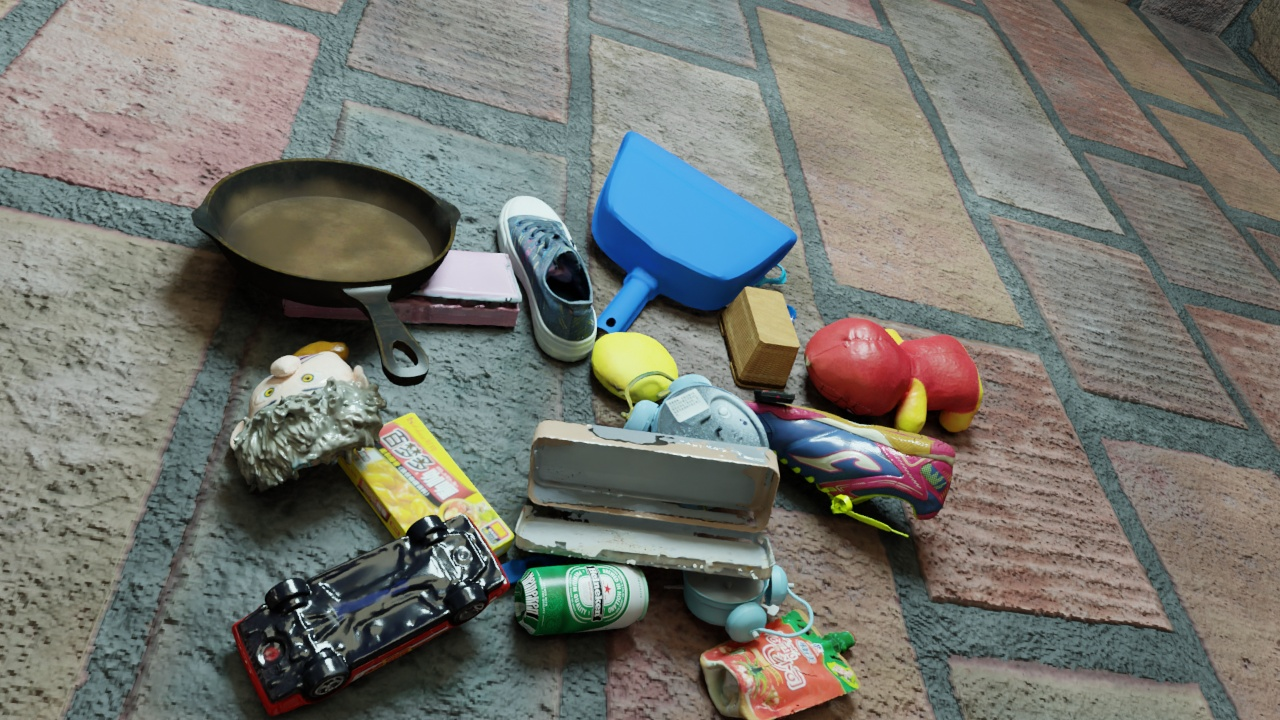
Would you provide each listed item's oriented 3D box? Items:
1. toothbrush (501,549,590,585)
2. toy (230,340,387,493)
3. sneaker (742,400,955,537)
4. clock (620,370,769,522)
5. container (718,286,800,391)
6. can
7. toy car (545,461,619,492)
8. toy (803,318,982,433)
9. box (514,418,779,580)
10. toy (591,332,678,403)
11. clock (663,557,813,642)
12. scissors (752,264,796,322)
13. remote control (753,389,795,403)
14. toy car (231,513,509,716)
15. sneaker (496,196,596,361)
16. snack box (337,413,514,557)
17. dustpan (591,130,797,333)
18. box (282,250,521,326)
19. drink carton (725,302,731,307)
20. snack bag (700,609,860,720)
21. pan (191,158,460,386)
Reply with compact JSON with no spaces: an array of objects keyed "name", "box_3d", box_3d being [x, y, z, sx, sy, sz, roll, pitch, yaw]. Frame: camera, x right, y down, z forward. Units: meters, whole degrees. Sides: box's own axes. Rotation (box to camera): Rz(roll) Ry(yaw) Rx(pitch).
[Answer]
[{"name":"toothbrush","box_3d":[-0.081,0.171,0.771,0.132,0.016,0.021,-11,51,-34]},{"name":"toy","box_3d":[-0.277,0.032,0.762,0.132,0.076,0.175,-20,36,-6]},{"name":"sneaker","box_3d":[0.183,0.100,0.914,0.242,0.091,0.116,14,5,19]},{"name":"clock","box_3d":[0.050,0.072,0.881,0.117,0.060,0.162,-24,70,-35]},{"name":"container","box_3d":[0.136,-0.029,1.035,0.063,0.061,0.113,7,45,-18]},{"name":"can","box_3d":[-0.048,0.191,0.739,0.101,0.053,0.053,2,47,-23]},{"name":"toy car","box_3d":[-0.041,0.101,0.844,0.091,0.036,0.042,15,44,-11]},{"name":"toy","box_3d":[0.286,0.010,1.046,0.216,0.099,0.147,10,37,-23]},{"name":"box","box_3d":[0.009,0.112,0.782,0.216,0.108,0.095,8,3,-1]},{"name":"toy","box_3d":[-0.006,0.006,0.952,0.095,0.041,0.094,28,40,2]},{"name":"clock","box_3d":[0.088,0.198,0.781,0.123,0.042,0.087,20,32,25]},{"name":"scissors","box_3d":[0.135,-0.078,1.103,0.133,0.015,0.103,-9,69,-31]},{"name":"remote control","box_3d":[0.136,0.037,0.950,0.039,0.010,0.124,7,-1,4]},{"name":"toy car","box_3d":[-0.193,0.180,0.672,0.189,0.056,0.081,-24,62,-27]},{"name":"sneaker","box_3d":[-0.093,-0.109,0.996,0.087,0.079,0.235,-2,49,-26]},{"name":"snack box","box_3d":[-0.182,0.115,0.772,0.075,0.025,0.152,-26,62,-40]},{"name":"dustpan","box_3d":[0.023,-0.120,1.050,0.245,0.060,0.256,33,51,3]},{"name":"box","box_3d":[-0.239,-0.083,0.927,0.232,0.046,0.098,3,48,-22]},{"name":"drink carton","box_3d":[0.078,-0.116,1.121,0.122,0.039,0.069,41,45,8]},{"name":"snack bag","box_3d":[0.127,0.256,0.773,0.154,0.044,0.087,-6,39,-37]},{"name":"pan","box_3d":[-0.267,-0.084,0.848,0.248,0.043,0.356,-8,42,-31]}]
